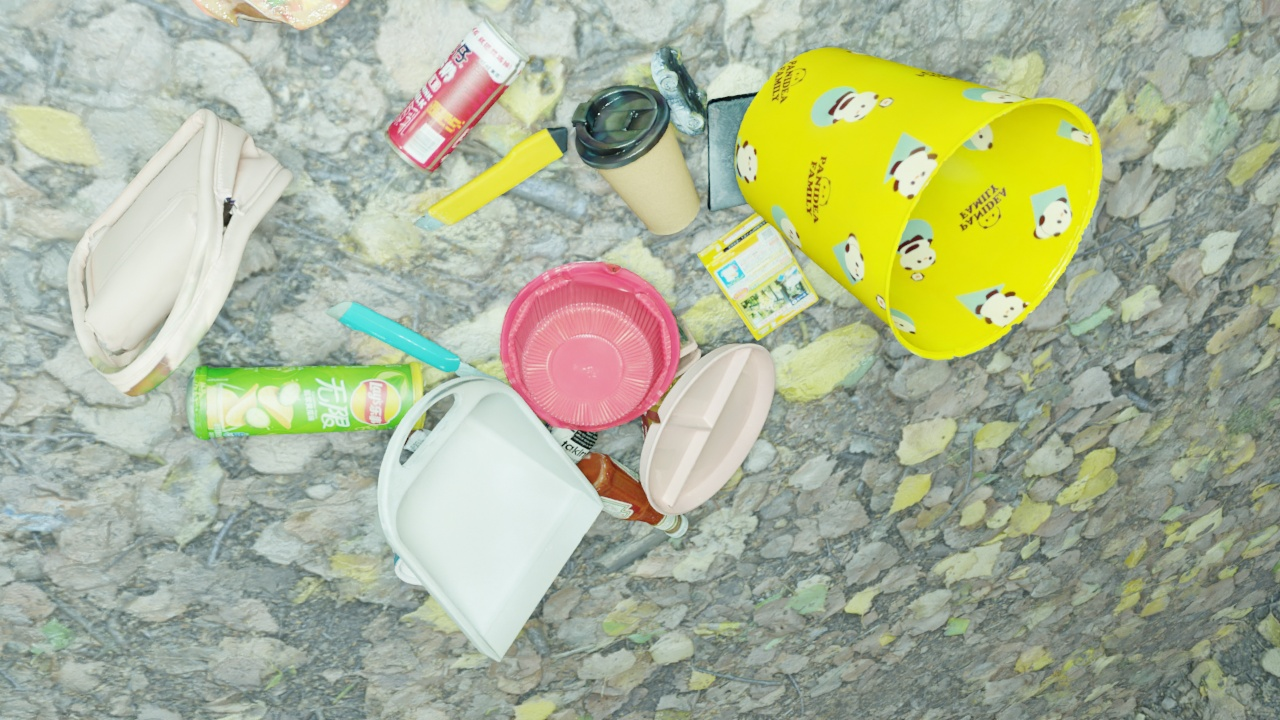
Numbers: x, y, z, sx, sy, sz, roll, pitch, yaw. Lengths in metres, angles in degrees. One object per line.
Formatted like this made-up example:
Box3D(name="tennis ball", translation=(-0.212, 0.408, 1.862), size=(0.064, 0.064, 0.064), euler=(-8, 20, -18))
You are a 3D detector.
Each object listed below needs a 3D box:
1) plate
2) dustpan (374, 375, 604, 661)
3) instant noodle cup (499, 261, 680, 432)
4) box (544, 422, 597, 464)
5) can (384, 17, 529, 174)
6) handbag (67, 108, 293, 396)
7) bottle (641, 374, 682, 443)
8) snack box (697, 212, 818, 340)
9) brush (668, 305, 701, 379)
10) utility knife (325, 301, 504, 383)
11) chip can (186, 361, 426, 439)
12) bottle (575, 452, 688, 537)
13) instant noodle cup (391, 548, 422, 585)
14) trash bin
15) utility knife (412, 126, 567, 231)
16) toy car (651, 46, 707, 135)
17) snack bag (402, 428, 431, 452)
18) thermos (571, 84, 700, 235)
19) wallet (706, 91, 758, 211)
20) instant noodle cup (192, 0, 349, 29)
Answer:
Box3D(name="plate", translation=(0.079, 0.079, 1.087), size=(0.228, 0.028, 0.230), euler=(-32, 138, -34))
Box3D(name="dustpan", translation=(-0.157, 0.148, 0.950), size=(0.257, 0.222, 0.143), euler=(43, 151, -12))
Box3D(name="instant noodle cup", translation=(-0.054, -0.002, 0.953), size=(0.194, 0.065, 0.194), euler=(0, 112, -1))
Box3D(name="box", translation=(-0.119, 0.125, 1.089), size=(0.164, 0.051, 0.068), euler=(-45, 144, 15))
Box3D(name="can", translation=(-0.157, -0.225, 0.783), size=(0.133, 0.053, 0.053), euler=(-44, 130, 15))
Box3D(name="handbag", translation=(-0.360, -0.068, 0.706), size=(0.193, 0.234, 0.093), euler=(-42, 129, 13))
Box3D(name="bottle", translation=(0.031, 0.093, 1.116), size=(0.057, 0.057, 0.175), euler=(-14, 131, -12))
Box3D(name="snack box", translation=(0.133, -0.093, 1.025), size=(0.087, 0.033, 0.140), euler=(-35, 130, 7))
Box3D(name="brush", translation=(-0.006, 0.006, 1.027), size=(0.146, 0.063, 0.073), euler=(-31, 123, 5))
Box3D(name="utility knife", translation=(-0.225, -0.010, 0.958), size=(0.218, 0.013, 0.029), euler=(31, 109, -35))
Box3D(name="chip can", translation=(-0.330, 0.039, 0.915), size=(0.221, 0.072, 0.073), euler=(-1, 127, -21))
Box3D(name="bottle", translation=(-0.006, 0.179, 1.173), size=(0.060, 0.059, 0.206), euler=(-40, 135, 12))
Box3D(name="instant noodle cup", translation=(-0.244, 0.190, 1.040), size=(0.099, 0.109, 0.099), euler=(-8, 136, -8))
Box3D(name="trash bin", translation=(0.232, -0.161, 0.839), size=(0.229, 0.255, 0.230), euler=(-17, 128, -23))
Box3D(name="utility knife", translation=(-0.140, -0.170, 0.862), size=(0.171, 0.015, 0.033), euler=(-31, 127, 5))
Box3D(name="toy car", translation=(0.035, -0.249, 0.852), size=(0.034, 0.042, 0.090), euler=(-7, 145, 29))
Box3D(name="snack bag", translation=(-0.226, 0.099, 1.037), size=(0.104, 0.026, 0.048), euler=(26, 125, -35))
Box3D(name="thermos", translation=(0.002, -0.185, 0.864), size=(0.093, 0.093, 0.143), euler=(-32, 141, 5))
Box3D(name="wallet", translation=(0.113, -0.213, 0.929), size=(0.097, 0.019, 0.121), euler=(-13, 129, -11))
Box3D(name="instant noodle cup", translation=(-0.260, -0.314, 0.632), size=(0.137, 0.108, 0.138), euler=(-11, 131, -13))
